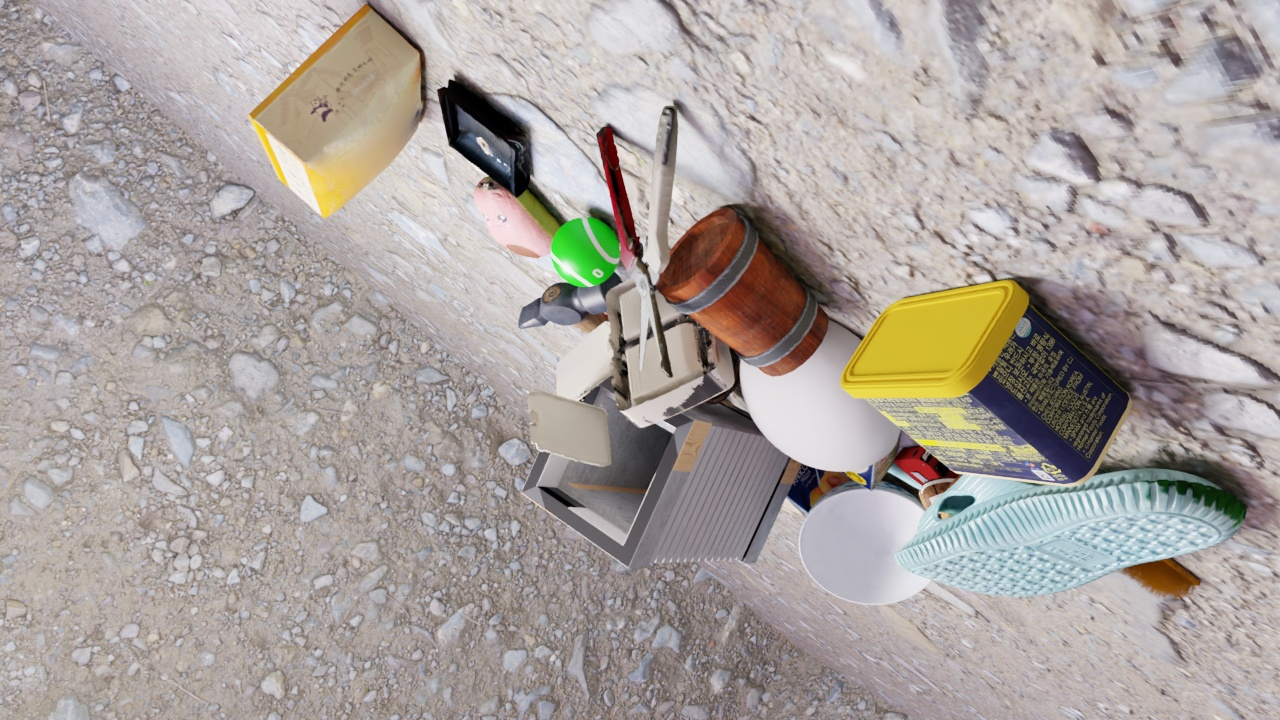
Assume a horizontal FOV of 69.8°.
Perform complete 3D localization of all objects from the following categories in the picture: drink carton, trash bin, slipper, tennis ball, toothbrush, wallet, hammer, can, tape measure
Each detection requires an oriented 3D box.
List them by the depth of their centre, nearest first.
[{"bbox_3d":[0.207,0.017,0.563,0.104,0.075,0.135,38,168,-12],"label":"can"},{"bbox_3d":[0.291,0.114,0.653,0.116,0.069,0.277,24,152,-10],"label":"slipper"},{"bbox_3d":[0.261,0.101,0.828,0.051,0.019,0.059,38,167,-2],"label":"tape measure"},{"bbox_3d":[-0.142,-0.202,0.840,0.089,0.026,0.115,38,165,3],"label":"wallet"},{"bbox_3d":[-0.052,-0.102,0.863,0.065,0.065,0.065,36,167,9],"label":"tennis ball"},{"bbox_3d":[0.232,0.099,0.908,0.181,0.016,0.016,26,160,43],"label":"toothbrush"},{"bbox_3d":[0.034,0.108,0.928,0.142,0.142,0.246,28,-173,35],"label":"trash bin"},{"bbox_3d":[0.007,0.002,1.030,0.130,0.040,0.321,-15,145,36],"label":"hammer"},{"bbox_3d":[0.195,0.139,1.039,0.130,0.064,0.040,38,174,-6],"label":"drink carton"}]

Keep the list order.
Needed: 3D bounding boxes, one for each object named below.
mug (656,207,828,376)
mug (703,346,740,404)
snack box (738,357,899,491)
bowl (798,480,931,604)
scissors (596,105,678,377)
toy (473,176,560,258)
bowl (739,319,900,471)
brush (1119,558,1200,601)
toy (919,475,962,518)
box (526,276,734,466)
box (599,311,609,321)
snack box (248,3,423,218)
[{"bbox_3d":[0.075,-0.054,0.694,0.111,0.081,0.117,39,-168,-24],"label":"mug"},{"bbox_3d":[0.052,-0.009,0.916,0.107,0.080,0.115,27,-168,37],"label":"mug"},{"bbox_3d":[0.167,0.049,0.850,0.144,0.042,0.145,33,166,24],"label":"snack box"},{"bbox_3d":[0.243,0.178,0.975,0.144,0.144,0.074,39,-153,-6],"label":"bowl"},{"bbox_3d":[0.003,-0.094,0.646,0.198,0.015,0.180,68,152,26],"label":"scissors"},{"bbox_3d":[-0.131,-0.149,0.942,0.090,0.051,0.110,18,155,38],"label":"toy"},{"bbox_3d":[0.135,0.036,0.751,0.149,0.043,0.150,28,138,29],"label":"bowl"},{"bbox_3d":[0.356,0.136,0.697,0.126,0.017,0.048,37,167,2],"label":"brush"},{"bbox_3d":[0.298,0.142,0.775,0.112,0.067,0.087,53,-178,-10],"label":"toy"},{"bbox_3d":[-0.004,0.005,0.777,0.080,0.181,0.143,47,-153,-41],"label":"box"},{"bbox_3d":[-0.019,-0.031,1.056,0.067,0.056,0.187,-4,150,21],"label":"box"},{"bbox_3d":[-0.274,-0.222,0.869,0.080,0.145,0.195,42,167,-7],"label":"snack box"}]
